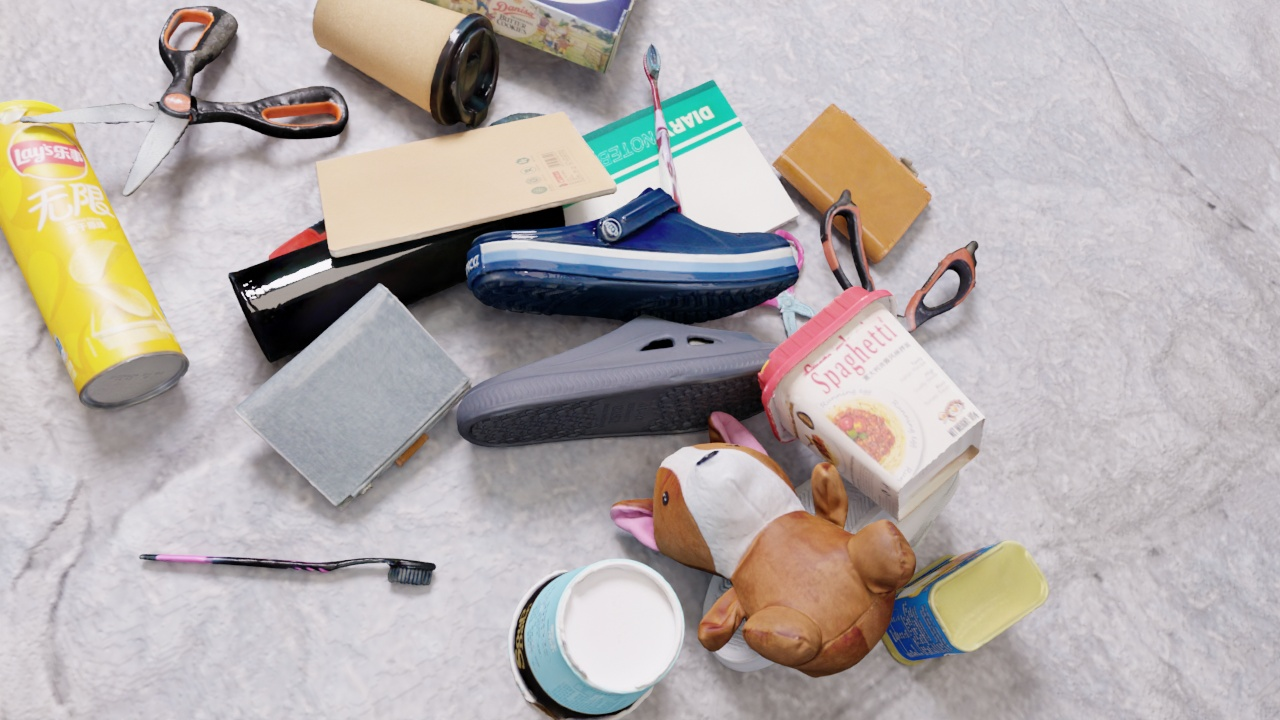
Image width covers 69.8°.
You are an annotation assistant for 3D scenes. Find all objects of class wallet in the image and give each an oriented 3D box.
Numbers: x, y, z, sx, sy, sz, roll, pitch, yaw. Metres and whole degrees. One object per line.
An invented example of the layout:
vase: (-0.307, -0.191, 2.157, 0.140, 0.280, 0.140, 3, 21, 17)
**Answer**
wallet: (0.196, -0.166, 0.838, 0.132, 0.031, 0.107, 43, 63, -2)
wallet: (-0.195, 0.027, 0.643, 0.129, 0.037, 0.106, -44, 108, -13)

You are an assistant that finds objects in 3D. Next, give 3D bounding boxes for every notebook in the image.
notebook: (0.020, -0.146, 0.790, 0.208, 0.012, 0.150, -29, 83, -22)
notebook: (-0.138, -0.141, 0.700, 0.207, 0.008, 0.147, -16, 40, -12)

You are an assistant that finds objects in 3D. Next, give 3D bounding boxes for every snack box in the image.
snack box: (-0.090, -0.350, 0.810, 0.182, 0.046, 0.177, 19, 51, -7)

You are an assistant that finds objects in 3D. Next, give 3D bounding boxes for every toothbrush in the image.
toothbrush: (0.021, -0.189, 0.786, 0.016, 0.017, 0.187, -3, 73, -17)
toothbrush: (-0.234, 0.139, 0.615, 0.189, 0.014, 0.017, 5, 80, -12)

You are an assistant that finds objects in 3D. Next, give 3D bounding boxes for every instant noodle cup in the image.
instant noodle cup: (-0.024, 0.179, 0.594, 0.111, 0.121, 0.111, 5, 67, -13)
instant noodle cup: (0.160, 0.033, 0.628, 0.116, 0.117, 0.124, -40, 61, -5)

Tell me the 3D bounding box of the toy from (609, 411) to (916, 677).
toy: (0.073, 0.114, 0.606, 0.140, 0.130, 0.199, -34, 40, -13)

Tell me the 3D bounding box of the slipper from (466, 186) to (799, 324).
slipper: (-0.006, -0.080, 0.695, 0.252, 0.105, 0.095, -1, 81, -19)

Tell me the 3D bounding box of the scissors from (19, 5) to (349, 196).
scissors: (-0.328, -0.199, 0.690, 0.231, 0.022, 0.220, 2, 53, -29)

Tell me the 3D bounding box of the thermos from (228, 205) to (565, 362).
thermos: (-0.169, -0.067, 0.687, 0.242, 0.069, 0.090, -25, 94, -22)

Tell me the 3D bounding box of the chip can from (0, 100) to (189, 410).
chip can: (-0.387, -0.073, 0.629, 0.072, 0.072, 0.213, -27, 79, -23)

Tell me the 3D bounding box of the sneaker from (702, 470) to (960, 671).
sneaker: (0.146, 0.139, 0.686, 0.242, 0.091, 0.089, -42, 49, -7)

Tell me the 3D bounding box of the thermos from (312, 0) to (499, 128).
thermos: (-0.188, -0.255, 0.749, 0.143, 0.093, 0.092, 25, 64, 5)

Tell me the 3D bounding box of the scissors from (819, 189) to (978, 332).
scissors: (0.212, -0.042, 0.788, 0.189, 0.015, 0.222, 39, 73, -4)

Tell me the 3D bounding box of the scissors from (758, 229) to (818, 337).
scissors: (0.124, -0.057, 0.787, 0.133, 0.017, 0.134, 22, 63, -10)

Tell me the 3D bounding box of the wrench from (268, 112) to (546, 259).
wrench: (-0.172, -0.138, 0.741, 0.272, 0.016, 0.056, -33, 79, -24)

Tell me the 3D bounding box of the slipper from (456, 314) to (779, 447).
slipper: (-0.004, 0.004, 0.679, 0.268, 0.111, 0.083, -7, 67, -14)

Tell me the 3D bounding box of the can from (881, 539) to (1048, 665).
can: (0.237, 0.180, 0.683, 0.102, 0.083, 0.057, -24, 76, -22)
